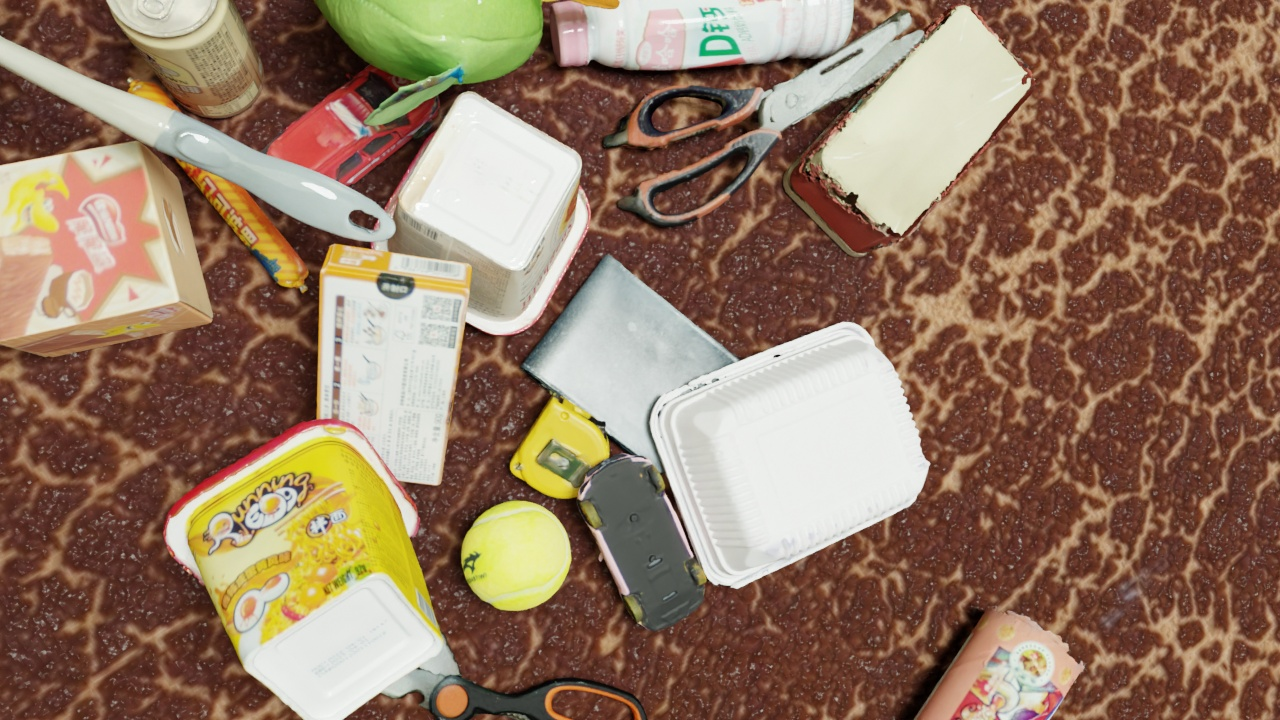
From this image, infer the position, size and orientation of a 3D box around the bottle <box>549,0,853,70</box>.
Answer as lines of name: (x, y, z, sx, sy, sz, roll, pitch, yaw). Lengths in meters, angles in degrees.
bottle: (0.039, -0.227, 0.613, 0.197, 0.068, 0.068, -11, 86, -9)

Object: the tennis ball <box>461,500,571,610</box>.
tennis ball: (-0.075, 0.117, 0.553, 0.065, 0.065, 0.065, 1, 84, -12)

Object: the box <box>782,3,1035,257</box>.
box: (0.186, -0.160, 0.628, 0.091, 0.079, 0.168, 44, 77, -6)

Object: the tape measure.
tape measure: (-0.048, 0.058, 0.575, 0.057, 0.029, 0.060, 32, 102, -8)

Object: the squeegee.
squeegee: (-0.239, -0.116, 0.450, 0.246, 0.039, 0.246, 26, 98, -10)

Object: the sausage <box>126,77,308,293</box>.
sausage: (-0.258, -0.107, 0.561, 0.021, 0.021, 0.165, -40, 93, -13)

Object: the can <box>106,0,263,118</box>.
can: (-0.254, -0.184, 0.520, 0.058, 0.116, 0.058, 1, 84, -12)

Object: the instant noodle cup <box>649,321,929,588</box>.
instant noodle cup: (0.107, 0.059, 0.594, 0.173, 0.060, 0.138, -21, 92, -18)

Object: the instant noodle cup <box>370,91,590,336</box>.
instant noodle cup: (-0.091, -0.087, 0.541, 0.116, 0.124, 0.116, 29, 79, -8)

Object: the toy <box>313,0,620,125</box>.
toy: (-0.119, -0.210, 0.506, 0.226, 0.246, 0.090, -7, 125, -21)

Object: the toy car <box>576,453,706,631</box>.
toy car: (0.001, 0.113, 0.577, 0.056, 0.037, 0.122, -28, 108, -15)

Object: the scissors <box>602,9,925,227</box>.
scissors: (0.078, -0.174, 0.607, 0.194, 0.015, 0.206, 23, 93, 6)

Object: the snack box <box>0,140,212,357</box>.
snack box: (-0.308, -0.060, 0.517, 0.094, 0.077, 0.092, -14, 87, -13)

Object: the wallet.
wallet: (-0.004, 0.004, 0.605, 0.121, 0.019, 0.097, 39, 78, -8)

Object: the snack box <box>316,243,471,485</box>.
snack box: (-0.142, 0.009, 0.519, 0.075, 0.154, 0.026, 8, 39, -12)

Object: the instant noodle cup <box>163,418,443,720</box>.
instant noodle cup: (-0.171, 0.114, 0.487, 0.116, 0.123, 0.116, -33, 132, -13)

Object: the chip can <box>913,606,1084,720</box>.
chip can: (0.198, 0.265, 0.593, 0.071, 0.071, 0.214, 40, 77, -5)

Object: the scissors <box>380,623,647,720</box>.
scissors: (-0.096, 0.220, 0.565, 0.224, 0.022, 0.220, -6, 80, -14)

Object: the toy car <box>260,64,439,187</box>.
toy car: (-0.179, -0.142, 0.570, 0.120, 0.045, 0.053, -44, 95, -15)
